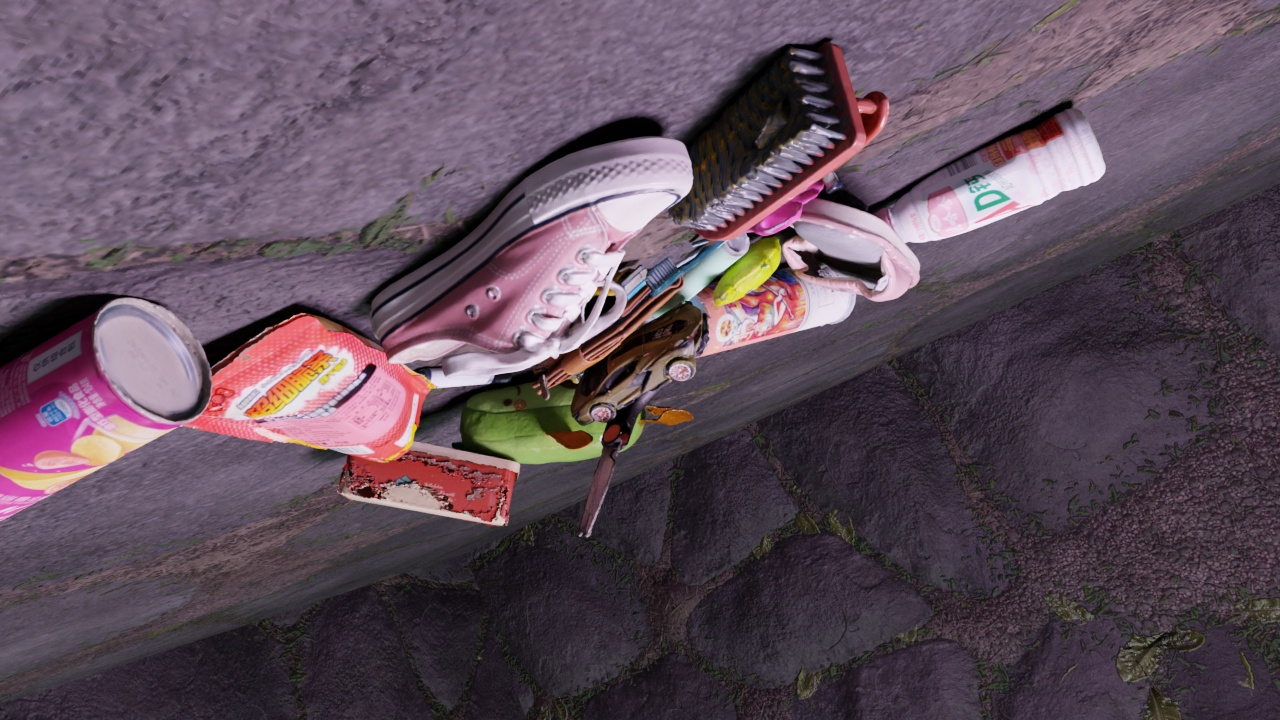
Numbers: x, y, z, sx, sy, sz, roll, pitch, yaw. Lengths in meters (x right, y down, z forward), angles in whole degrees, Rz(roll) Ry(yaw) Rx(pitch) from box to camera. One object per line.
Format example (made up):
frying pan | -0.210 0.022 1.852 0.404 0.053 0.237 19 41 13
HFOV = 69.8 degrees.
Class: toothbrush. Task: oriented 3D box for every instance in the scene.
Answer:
toothbrush | 0.175 -0.138 0.776 0.016 0.018 0.180 -32 169 19
toothbrush | 0.031 -0.060 0.829 0.027 0.026 0.225 -60 -169 -31
toothbrush | 0.057 -0.090 0.614 0.016 0.018 0.191 -31 -172 47

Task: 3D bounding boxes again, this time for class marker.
marker | -0.160 0.015 0.835 0.023 0.018 0.130 -17 173 26

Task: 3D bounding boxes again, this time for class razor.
razor | -0.049 -0.040 0.756 0.133 0.028 0.043 -31 -167 40

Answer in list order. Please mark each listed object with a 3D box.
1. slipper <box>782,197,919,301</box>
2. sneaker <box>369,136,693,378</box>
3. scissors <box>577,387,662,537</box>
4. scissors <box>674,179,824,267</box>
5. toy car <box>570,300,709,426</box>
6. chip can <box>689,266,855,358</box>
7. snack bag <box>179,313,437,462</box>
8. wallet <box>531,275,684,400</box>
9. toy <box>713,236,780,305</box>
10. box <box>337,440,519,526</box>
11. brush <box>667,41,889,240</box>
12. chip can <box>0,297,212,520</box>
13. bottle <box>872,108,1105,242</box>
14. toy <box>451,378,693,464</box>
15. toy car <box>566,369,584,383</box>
slipper | 0.184 -0.087 0.816 0.114 0.054 0.274 20 -179 20
sneaker | -0.062 -0.043 0.545 0.242 0.088 0.118 -28 169 27
scissors | -0.027 0.063 0.827 0.137 0.021 0.234 3 -126 52
scissors | 0.084 -0.105 0.692 0.125 0.017 0.134 -40 -163 -30
toy car | -0.005 0.005 0.812 0.158 0.042 0.070 -33 -149 24
chip can | 0.122 -0.054 0.927 0.214 0.071 0.071 -14 167 -37
snack bag | -0.224 0.024 0.639 0.128 0.073 0.208 -27 164 3
wallet | -0.035 -0.023 0.788 0.131 0.035 0.118 -32 -168 44
toy | 0.094 -0.080 0.796 0.096 0.031 0.100 -45 -176 -15
box | -0.212 0.129 0.923 0.168 0.079 0.091 11 165 -5
brush | 0.074 -0.115 0.535 0.069 0.063 0.146 1 160 -33
chip can | -0.327 0.043 0.473 0.211 0.071 0.071 -25 169 14
bottle | 0.307 -0.154 0.830 0.197 0.068 0.068 -24 170 23
toy | -0.074 0.059 0.963 0.246 0.090 0.227 -6 -171 -13
toy car | -0.041 -0.005 0.925 0.043 0.036 0.091 -29 173 39
